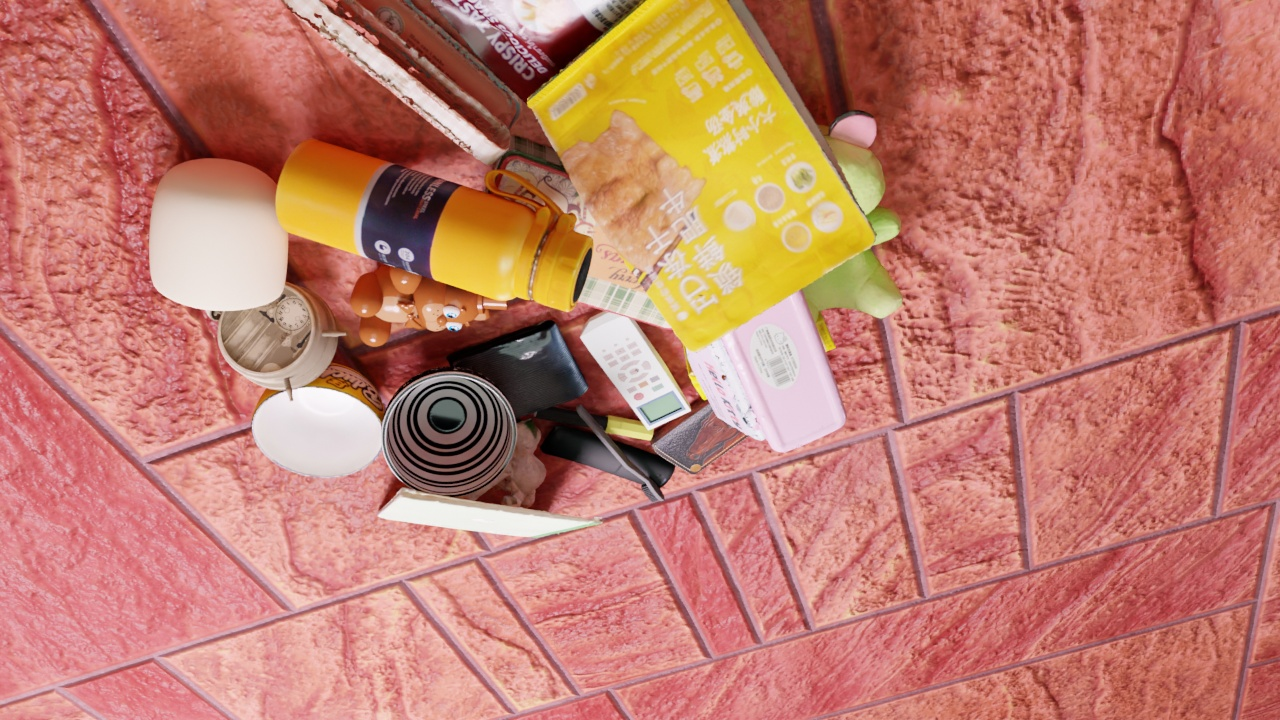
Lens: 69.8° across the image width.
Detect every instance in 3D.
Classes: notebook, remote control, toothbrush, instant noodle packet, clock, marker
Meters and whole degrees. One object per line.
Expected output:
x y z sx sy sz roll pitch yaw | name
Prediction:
-0.160 0.157 0.910 0.181 0.010 0.253 12 163 -17 | notebook
-0.032 0.104 0.971 0.151 0.020 0.041 21 122 -25 | remote control
-0.020 0.098 0.947 0.013 0.012 0.167 -22 129 19 | toothbrush
0.046 -0.137 0.659 0.163 0.084 0.221 -32 84 24 | instant noodle packet
-0.325 -0.035 0.777 0.141 0.054 0.093 36 82 3 | clock
-0.005 0.005 0.890 0.050 0.024 0.143 -26 126 13 | remote control
-0.047 0.062 0.935 0.123 0.017 0.021 11 171 -15 | marker

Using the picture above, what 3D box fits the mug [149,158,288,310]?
-0.334 -0.109 0.715 0.120 0.096 0.100 27 118 24 | mug

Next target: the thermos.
-0.152 -0.106 0.697 0.233 0.076 0.092 18 130 5 | thermos

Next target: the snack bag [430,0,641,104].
-0.037 -0.270 0.635 0.208 0.066 0.139 -30 137 21 | snack bag

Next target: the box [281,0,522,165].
-0.164 -0.218 0.657 0.042 0.082 0.187 -32 129 31 | box

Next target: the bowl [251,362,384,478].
-0.295 0.047 0.858 0.117 0.067 0.117 -3 130 -4 | bowl

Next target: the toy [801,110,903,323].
0.140 -0.118 0.763 0.150 0.107 0.197 -15 121 5 | toy

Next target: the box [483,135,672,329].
-0.038 -0.104 0.781 0.205 0.051 0.118 17 126 -21 | box

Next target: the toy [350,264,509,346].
-0.179 -0.048 0.792 0.127 0.065 0.095 3 152 -1 | toy

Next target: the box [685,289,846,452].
0.083 -0.007 0.763 0.147 0.077 0.202 -6 129 31 | box

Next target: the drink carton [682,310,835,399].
0.109 -0.016 0.867 0.135 0.058 0.043 -23 129 12 | drink carton

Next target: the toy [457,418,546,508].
-0.134 0.104 0.925 0.074 0.085 0.106 28 108 21 | toy

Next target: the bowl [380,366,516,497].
-0.178 0.059 0.851 0.120 0.066 0.120 -4 106 -13 | bowl

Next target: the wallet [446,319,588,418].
-0.118 0.014 0.882 0.115 0.026 0.089 -20 128 8 | wallet

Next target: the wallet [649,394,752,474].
0.077 0.067 0.956 0.123 0.019 0.072 -39 128 22 | wallet
